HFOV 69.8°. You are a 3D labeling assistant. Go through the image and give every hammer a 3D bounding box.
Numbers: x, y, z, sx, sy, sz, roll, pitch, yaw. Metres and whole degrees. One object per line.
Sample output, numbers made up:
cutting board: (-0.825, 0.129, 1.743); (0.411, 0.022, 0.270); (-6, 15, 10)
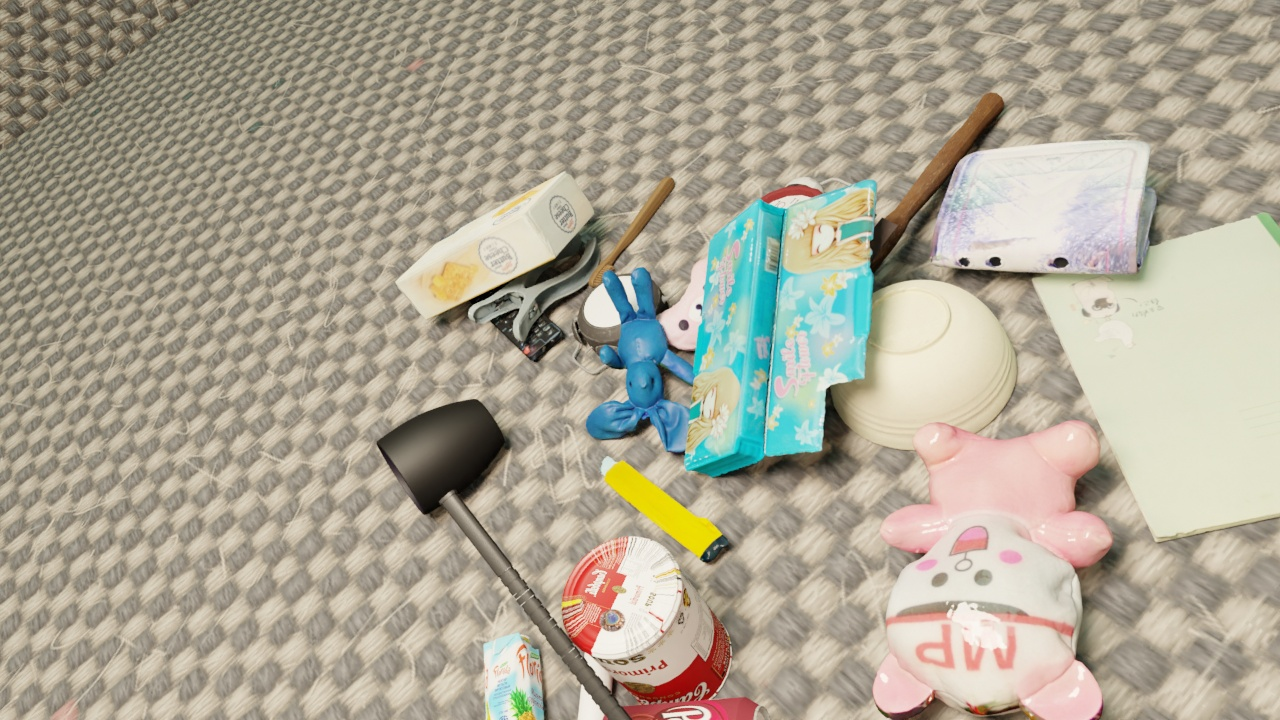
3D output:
hammer: (-0.018, 0.207, 0.575); (0.095, 0.015, 0.325); (-40, 83, 4)
hammer: (0.253, -0.150, 0.839); (0.033, 0.115, 0.322); (33, 61, 19)

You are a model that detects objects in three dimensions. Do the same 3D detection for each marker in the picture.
marker: (-0.035, 0.251, 0.688); (0.027, 0.023, 0.132); (-29, 40, 34)

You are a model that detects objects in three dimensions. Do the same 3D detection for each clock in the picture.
clock: (-0.023, -0.044, 0.920); (0.122, 0.044, 0.091); (-44, 46, -12)
clock: (0.155, -0.131, 0.897); (0.137, 0.048, 0.096); (-42, 45, -8)

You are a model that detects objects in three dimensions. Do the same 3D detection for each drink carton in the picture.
drink carton: (-0.095, 0.270, 0.689); (0.039, 0.044, 0.128); (-21, 47, 11)

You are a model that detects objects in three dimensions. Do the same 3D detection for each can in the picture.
can: (0.029, 0.262, 0.615); (0.114, 0.063, 0.063); (-12, 48, 19)
can: (0.006, 0.190, 0.652); (0.087, 0.116, 0.086); (-15, 47, 16)

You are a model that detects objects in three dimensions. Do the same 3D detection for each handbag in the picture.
handbag: (0.337, -0.119, 0.770); (0.159, 0.069, 0.126); (4, 49, 34)

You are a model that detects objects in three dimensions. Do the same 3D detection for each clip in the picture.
clip: (-0.118, -0.088, 0.999); (0.108, 0.028, 0.162); (17, 50, 31)

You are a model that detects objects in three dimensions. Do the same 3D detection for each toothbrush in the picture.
toothbrush: (-0.007, -0.144, 1.018); (0.016, 0.016, 0.166); (16, 62, 38)

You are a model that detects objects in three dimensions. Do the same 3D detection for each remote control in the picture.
remote control: (-0.138, -0.048, 1.003); (0.047, 0.022, 0.150); (-41, 47, -10)

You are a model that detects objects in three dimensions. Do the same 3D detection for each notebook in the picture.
notebook: (0.419, 0.002, 0.668); (0.182, 0.010, 0.252); (-16, 47, 15)

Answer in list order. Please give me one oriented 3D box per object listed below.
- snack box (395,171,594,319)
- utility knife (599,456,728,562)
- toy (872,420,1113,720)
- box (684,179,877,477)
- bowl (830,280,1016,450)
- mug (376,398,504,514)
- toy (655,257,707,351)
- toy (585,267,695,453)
snack box: (-0.160, -0.122, 0.995); (0.208, 0.057, 0.104); (-20, 25, 34)
utility knife: (0.014, 0.121, 0.779); (0.030, 0.017, 0.163); (-41, 46, -16)
toy: (0.231, 0.136, 0.602); (0.142, 0.084, 0.212); (-2, 50, 29)
box: (0.106, -0.028, 0.746); (0.186, 0.056, 0.226); (-22, 54, 53)
bowl: (0.220, -0.011, 0.740); (0.151, 0.075, 0.150); (-15, 47, 16)
mug: (-0.191, 0.084, 0.886); (0.100, 0.085, 0.119); (-34, 13, -19)
toy: (0.067, -0.041, 0.866); (0.096, 0.052, 0.099); (36, 87, 30)
toy: (-0.005, 0.005, 0.839); (0.113, 0.071, 0.176); (-11, 79, 12)
